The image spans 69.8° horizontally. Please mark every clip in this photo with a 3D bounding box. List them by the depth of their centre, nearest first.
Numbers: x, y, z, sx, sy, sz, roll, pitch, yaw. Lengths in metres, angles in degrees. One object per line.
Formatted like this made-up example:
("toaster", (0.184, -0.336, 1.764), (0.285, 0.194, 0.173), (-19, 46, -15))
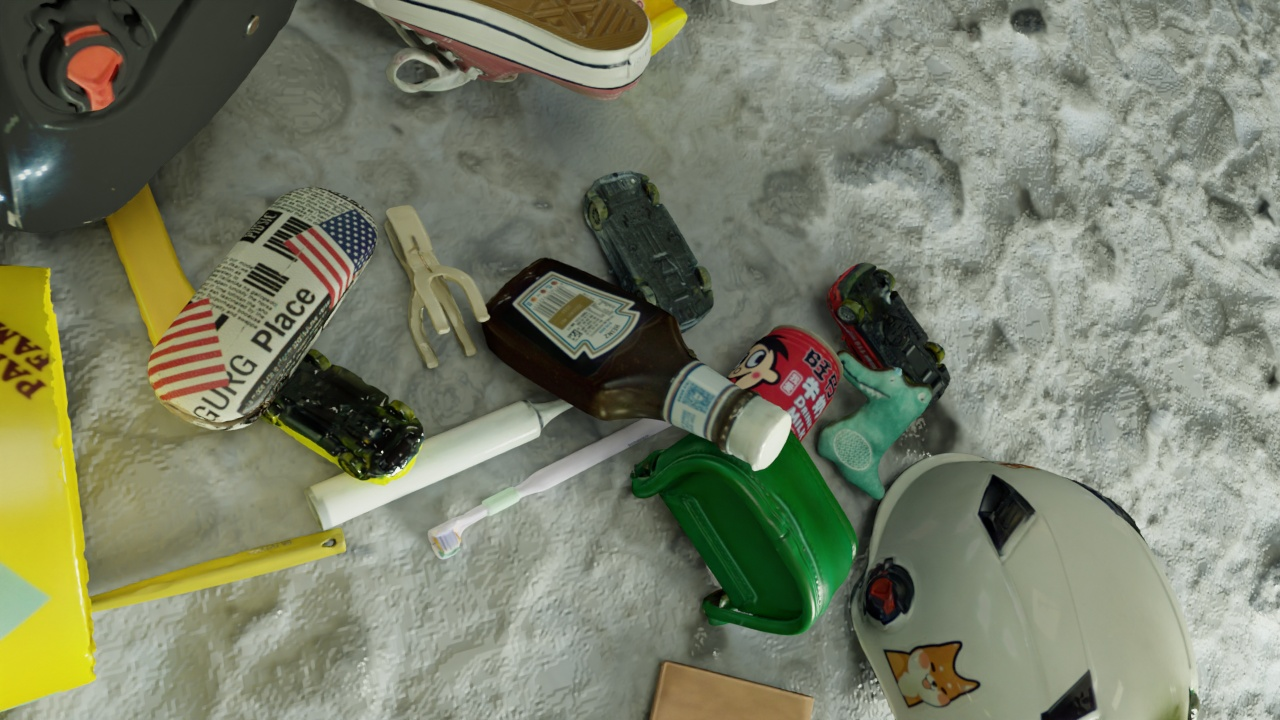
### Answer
("clip", (-0.122, -0.048, 0.548), (0.035, 0.095, 0.102), (-18, 98, -26))

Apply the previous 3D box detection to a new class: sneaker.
("sneaker", (-0.109, -0.214, 0.579), (0.241, 0.088, 0.118), (24, 56, 5))

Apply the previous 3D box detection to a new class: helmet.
("helmet", (-0.298, -0.171, 0.386), (0.233, 0.274, 0.230), (36, 93, 1))
("helmet", (0.278, 0.192, 0.626), (0.229, 0.157, 0.273), (6, 77, -24))

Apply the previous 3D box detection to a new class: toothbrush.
("toothbrush", (-0.251, 0.119, 0.480), (0.189, 0.017, 0.015), (-11, 86, -26))
("toothbrush", (-0.093, 0.046, 0.562), (0.220, 0.026, 0.027), (-23, 129, -26))
("toothbrush", (-0.047, 0.071, 0.582), (0.188, 0.029, 0.021), (-27, 53, -27))

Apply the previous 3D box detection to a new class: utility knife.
("utility knife", (-0.269, -0.052, 0.510), (0.033, 0.015, 0.156), (-20, 87, -34))

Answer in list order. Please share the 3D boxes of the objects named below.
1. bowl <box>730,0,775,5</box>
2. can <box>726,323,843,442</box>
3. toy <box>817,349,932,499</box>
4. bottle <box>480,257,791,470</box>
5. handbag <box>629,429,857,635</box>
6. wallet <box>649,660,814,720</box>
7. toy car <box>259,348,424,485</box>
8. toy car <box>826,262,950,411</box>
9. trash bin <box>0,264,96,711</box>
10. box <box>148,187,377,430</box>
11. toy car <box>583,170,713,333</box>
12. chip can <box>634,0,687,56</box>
("bowl", (0.075, -0.313, 0.692), (0.118, 0.065, 0.118), (5, 77, -24))
("can", (0.089, 0.027, 0.625), (0.066, 0.067, 0.093), (46, 65, -9))
("toy", (0.165, 0.040, 0.662), (0.096, 0.030, 0.092), (41, 101, -1))
("bottle", (-0.003, 0.003, 0.540), (0.195, 0.044, 0.079), (28, 57, 27))
("handbag", (0.060, 0.104, 0.568), (0.131, 0.120, 0.067), (56, 45, -5))
("wallet", (0.053, 0.254, 0.589), (0.115, 0.020, 0.101), (20, 72, -16))
("toy car", (-0.172, 0.032, 0.518), (0.105, 0.032, 0.048), (31, 56, 8))
("toy car", (0.182, -0.016, 0.688), (0.052, 0.045, 0.120), (-41, 102, -27))
("trash bin", (-0.358, 0.062, 0.340), (0.254, 0.230, 0.229), (-7, 82, -31))
("box", (-0.206, -0.032, 0.513), (0.069, 0.052, 0.163), (38, 55, -18))
("toy car", (0.004, -0.073, 0.627), (0.054, 0.037, 0.120), (-23, 79, -26))
("chip can", (-0.058, -0.298, 0.626), (0.071, 0.072, 0.213), (-39, 96, -26))
